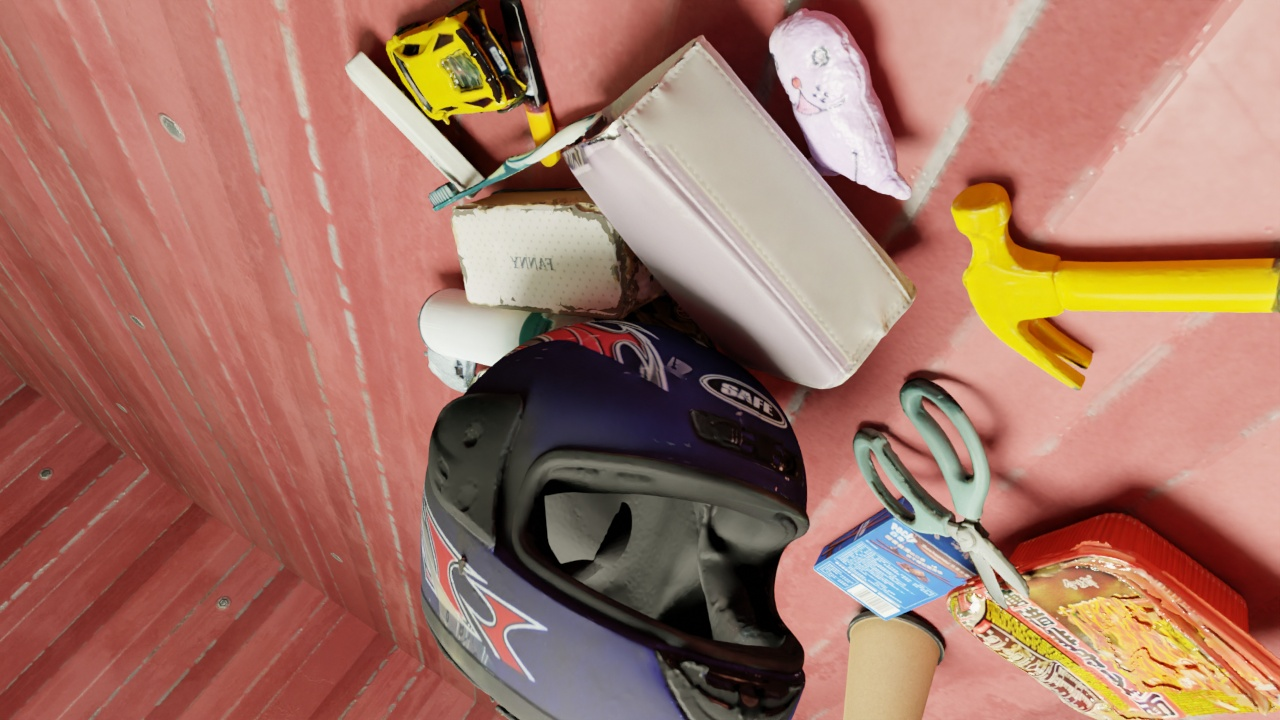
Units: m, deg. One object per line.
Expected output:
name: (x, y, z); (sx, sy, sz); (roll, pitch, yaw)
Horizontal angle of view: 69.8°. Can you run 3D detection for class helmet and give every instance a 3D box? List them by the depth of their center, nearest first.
helmet: (-0.006, 0.098, 0.600); (0.247, 0.240, 0.316); (22, 180, -33)

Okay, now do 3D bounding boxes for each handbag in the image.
handbag: (0.053, -0.083, 0.560); (0.197, 0.098, 0.145); (46, 164, -17)

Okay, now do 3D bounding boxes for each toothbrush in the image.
toothbrush: (-0.088, -0.145, 0.657); (0.192, 0.016, 0.018); (-17, 116, 36)

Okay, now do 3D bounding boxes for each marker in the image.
marker: (-0.074, -0.189, 0.629); (0.018, 0.015, 0.124); (15, 140, 27)

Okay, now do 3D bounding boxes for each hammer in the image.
hammer: (0.304, -0.035, 0.434); (0.301, 0.032, 0.129); (3, 136, 43)

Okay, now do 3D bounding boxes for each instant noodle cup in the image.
instant noodle cup: (0.331, 0.178, 0.641); (0.164, 0.078, 0.189); (37, 150, -1)

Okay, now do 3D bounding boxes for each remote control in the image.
remote control: (-0.173, -0.181, 0.715); (0.135, 0.019, 0.056); (46, 174, -13)

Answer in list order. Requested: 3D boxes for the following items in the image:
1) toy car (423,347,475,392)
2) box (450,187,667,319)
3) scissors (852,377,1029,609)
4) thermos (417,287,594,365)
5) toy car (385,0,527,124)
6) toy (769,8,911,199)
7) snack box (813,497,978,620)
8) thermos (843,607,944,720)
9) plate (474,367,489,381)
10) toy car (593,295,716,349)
toy car: (-0.204, -0.002, 0.985); (0.054, 0.036, 0.121); (32, 152, 7)
box: (-0.068, -0.083, 0.692); (0.184, 0.062, 0.090); (11, 118, 38)
scissors: (0.215, 0.086, 0.635); (0.177, 0.019, 0.170); (50, 150, 38)
thermos: (-0.114, -0.024, 0.802); (0.225, 0.073, 0.073); (11, 141, 51)
toy car: (-0.133, -0.201, 0.635); (0.156, 0.041, 0.071); (14, 141, 51)
toy: (0.102, -0.139, 0.494); (0.084, 0.039, 0.108); (31, 158, 55)
snack box: (0.221, 0.177, 0.800); (0.084, 0.026, 0.157); (35, 149, 3)
thermos: (0.231, 0.306, 0.862); (0.093, 0.142, 0.093); (15, 136, 14)
plate: (-0.081, 0.097, 0.990); (0.162, 0.034, 0.266); (7, 137, 40)
toy car: (-0.008, -0.032, 0.744); (0.158, 0.042, 0.070); (26, 147, 22)
